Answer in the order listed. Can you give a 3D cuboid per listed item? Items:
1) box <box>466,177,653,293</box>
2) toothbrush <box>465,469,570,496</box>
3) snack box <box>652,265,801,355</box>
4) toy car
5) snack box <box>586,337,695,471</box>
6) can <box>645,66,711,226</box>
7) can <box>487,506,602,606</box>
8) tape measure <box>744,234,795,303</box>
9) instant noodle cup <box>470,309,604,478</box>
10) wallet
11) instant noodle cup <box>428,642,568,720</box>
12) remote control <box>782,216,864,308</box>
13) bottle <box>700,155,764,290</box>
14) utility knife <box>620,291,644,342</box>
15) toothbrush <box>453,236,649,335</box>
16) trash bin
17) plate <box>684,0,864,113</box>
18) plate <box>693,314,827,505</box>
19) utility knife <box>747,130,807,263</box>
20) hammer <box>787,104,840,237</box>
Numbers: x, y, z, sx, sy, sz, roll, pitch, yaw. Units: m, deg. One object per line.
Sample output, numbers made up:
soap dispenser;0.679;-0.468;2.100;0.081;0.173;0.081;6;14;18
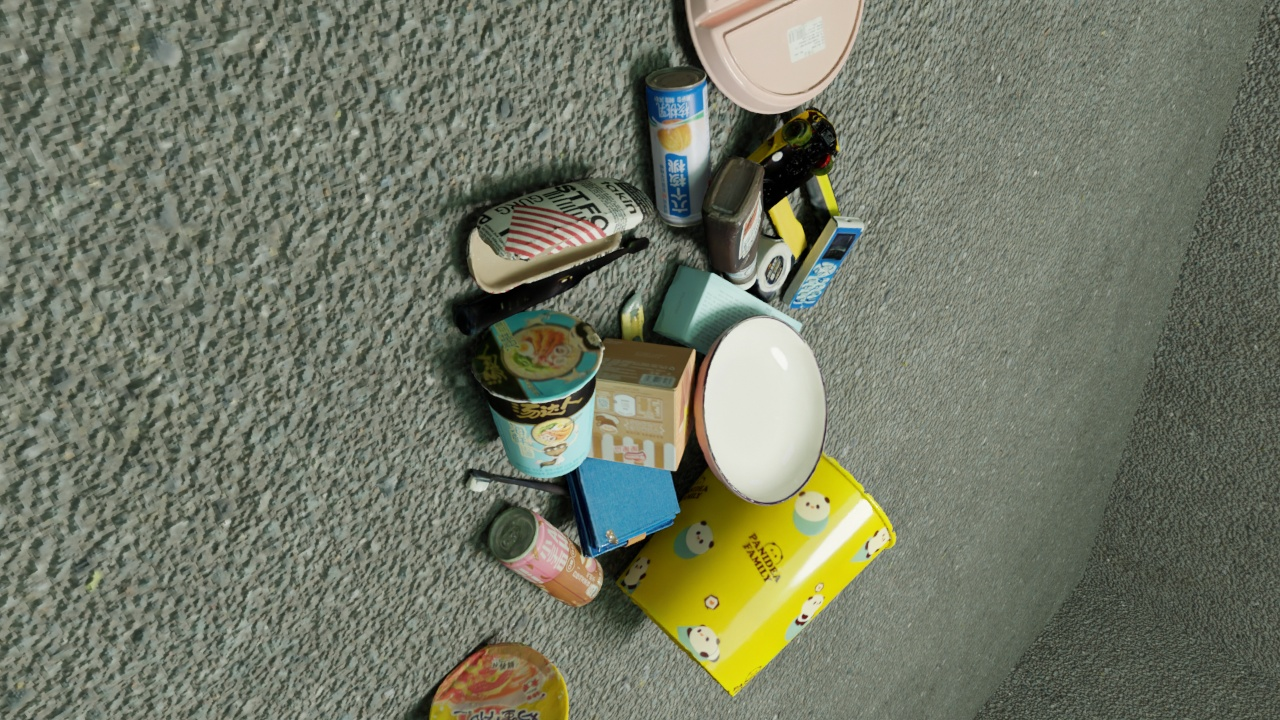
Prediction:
box;-0.069;-0.101;0.760;0.162;0.076;0.088;-28;154;-37
toothbrush;-0.102;0.125;0.898;0.181;0.016;0.018;18;104;-52
snack box;0.096;-0.036;0.975;0.174;0.052;0.074;23;88;-45
toy car;0.130;-0.189;0.925;0.156;0.041;0.071;-39;140;15
snack box;-0.001;0.041;0.879;0.076;0.093;0.094;-63;156;-54
can;0.036;-0.191;0.829;0.053;0.053;0.135;-34;135;-32
can;-0.092;0.199;0.919;0.057;0.058;0.147;-53;142;-12
tape measure;0.137;-0.105;1.016;0.065;0.033;0.066;-57;145;-9
instant noodle cup;-0.083;0.036;0.797;0.111;0.111;0.121;-36;143;-30
wallet;-0.017;0.140;0.962;0.132;0.040;0.106;-13;91;-46
instant noodle cup;-0.132;0.375;0.931;0.137;0.138;0.110;-42;146;-24
remote control;0.211;-0.114;1.073;0.049;0.024;0.125;-5;137;-38
bottle;0.094;-0.121;0.894;0.079;0.044;0.195;-65;165;-13
utility knife;-0.006;0.005;0.940;0.030;0.018;0.168;-27;135;-29
toothbrush;-0.070;-0.072;0.804;0.212;0.027;0.026;-29;117;-37
trash bin;0.124;0.228;1.064;0.255;0.230;0.230;-46;140;-12
plate;0.132;-0.342;0.834;0.228;0.028;0.230;-15;114;-38
plate;0.118;0.050;0.938;0.192;0.039;0.192;4;84;-41
utility knife;0.150;-0.173;1.002;0.033;0.015;0.209;-51;142;-13
hammer;0.181;-0.233;0.989;0.126;0.032;0.323;-50;141;-14
